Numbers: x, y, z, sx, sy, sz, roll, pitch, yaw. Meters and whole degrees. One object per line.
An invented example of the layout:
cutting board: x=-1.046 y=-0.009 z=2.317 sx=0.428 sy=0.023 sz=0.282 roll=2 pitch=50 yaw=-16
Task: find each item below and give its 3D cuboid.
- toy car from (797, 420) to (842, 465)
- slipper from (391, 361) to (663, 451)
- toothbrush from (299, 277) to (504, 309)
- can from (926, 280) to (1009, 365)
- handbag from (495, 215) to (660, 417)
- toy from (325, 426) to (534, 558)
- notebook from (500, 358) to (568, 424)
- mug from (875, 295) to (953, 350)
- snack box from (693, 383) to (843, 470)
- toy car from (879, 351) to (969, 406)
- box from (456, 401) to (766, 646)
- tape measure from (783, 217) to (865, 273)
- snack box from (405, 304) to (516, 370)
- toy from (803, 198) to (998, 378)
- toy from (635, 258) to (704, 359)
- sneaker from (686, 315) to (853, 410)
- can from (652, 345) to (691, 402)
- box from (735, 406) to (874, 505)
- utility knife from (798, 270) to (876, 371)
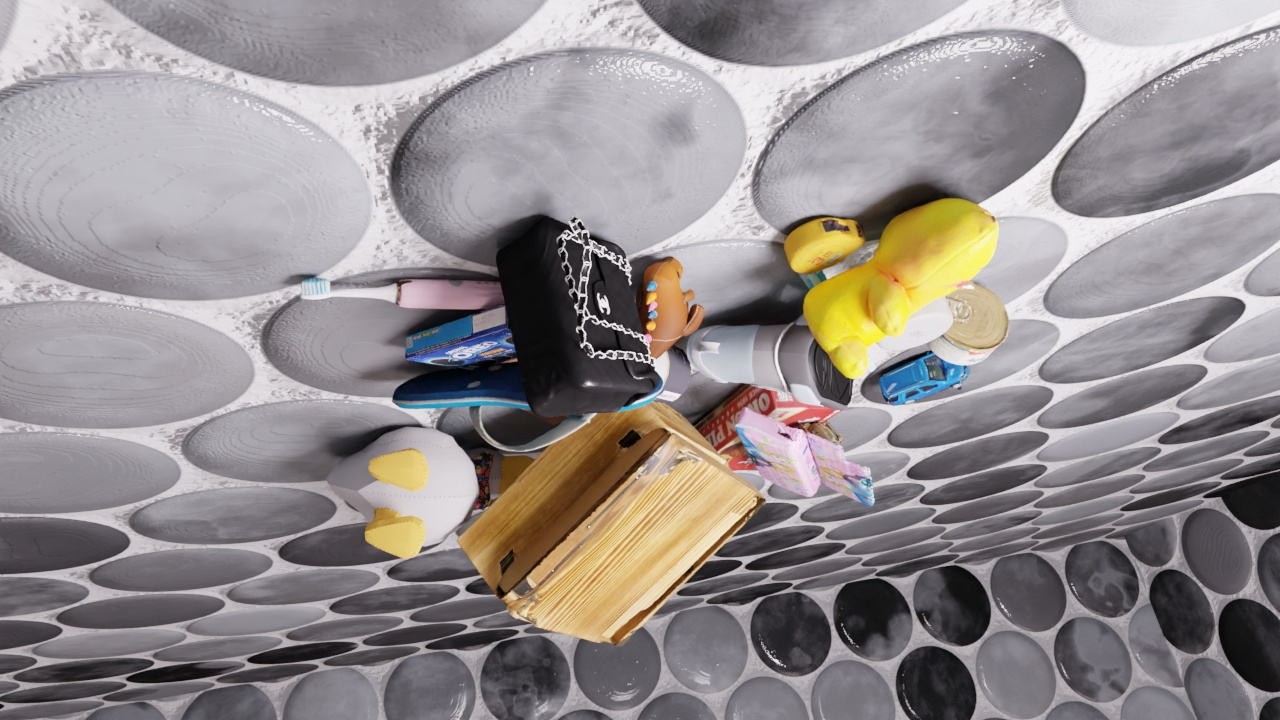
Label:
toy car: x=0.235 y=0.106 z=1.188 sx=0.047 sy=0.047 sz=0.112 roll=-35 pitch=154 yaw=-2
slipper: x=-0.110 y=0.040 z=0.903 sx=0.295 sy=0.060 sz=0.118 roll=-2 pitch=-157 yaw=24
toothbrush: x=-0.179 y=-0.058 z=0.800 sx=0.222 sy=0.027 sz=0.027 roll=0 pitch=112 yaw=-25
can: x=0.356 y=-0.040 z=1.010 sx=0.086 sy=0.086 sz=0.043 roll=-8 pitch=157 yaw=-8
handbag: x=-0.035 y=-0.040 z=0.759 sx=0.115 sy=0.153 sz=0.125 roll=-33 pitch=154 yaw=34
toy: x=-0.258 y=0.149 z=1.117 sx=0.247 sy=0.141 sz=0.267 roll=4 pitch=-177 yaw=6
notebook: x=-0.089 y=0.024 z=1.052 sx=0.142 sy=0.008 sz=0.209 roll=-19 pitch=156 yaw=18
mug: x=0.263 y=-0.052 z=0.961 sx=0.113 sy=0.070 sz=0.084 roll=-27 pitch=153 yaw=28
snack box: x=0.158 y=0.085 z=1.237 sx=0.113 sy=0.060 sz=0.237 roll=0 pitch=154 yaw=-28
toy car: x=0.368 y=0.022 z=1.197 sx=0.120 sy=0.056 sz=0.043 roll=-27 pitch=152 yaw=35
box: x=-0.031 y=0.187 z=1.097 sx=0.279 sy=0.176 sz=0.247 roll=-44 pitch=152 yaw=5
tape measure: x=0.161 y=-0.106 z=0.841 sx=0.058 sy=0.030 sz=0.068 roll=6 pitch=149 yaw=-35
snack box: x=-0.145 y=-0.020 z=0.863 sx=0.151 sy=0.027 sz=0.082 roll=-15 pitch=164 yaw=40
toy: x=0.235 y=-0.077 z=0.841 sx=0.194 sy=0.087 sz=0.134 roll=-43 pitch=178 yaw=22
toy: x=0.011 y=-0.041 z=0.841 sx=0.071 sy=0.102 sz=0.090 roll=21 pitch=147 yaw=19
sneaker: x=0.150 y=0.002 z=1.036 sx=0.161 sy=0.093 sz=0.256 roll=5 pitch=176 yaw=21
can: x=-0.006 y=0.006 z=0.977 sx=0.064 sy=0.064 sz=0.127 roll=-29 pitch=151 yaw=35
box: x=0.209 y=0.132 z=1.141 sx=0.159 sy=0.035 sz=0.230 roll=20 pitch=165 yaw=23
utility knife: x=0.207 y=-0.039 z=0.950 sx=0.022 sy=0.015 sz=0.169 roll=-24 pitch=128 yaw=19
